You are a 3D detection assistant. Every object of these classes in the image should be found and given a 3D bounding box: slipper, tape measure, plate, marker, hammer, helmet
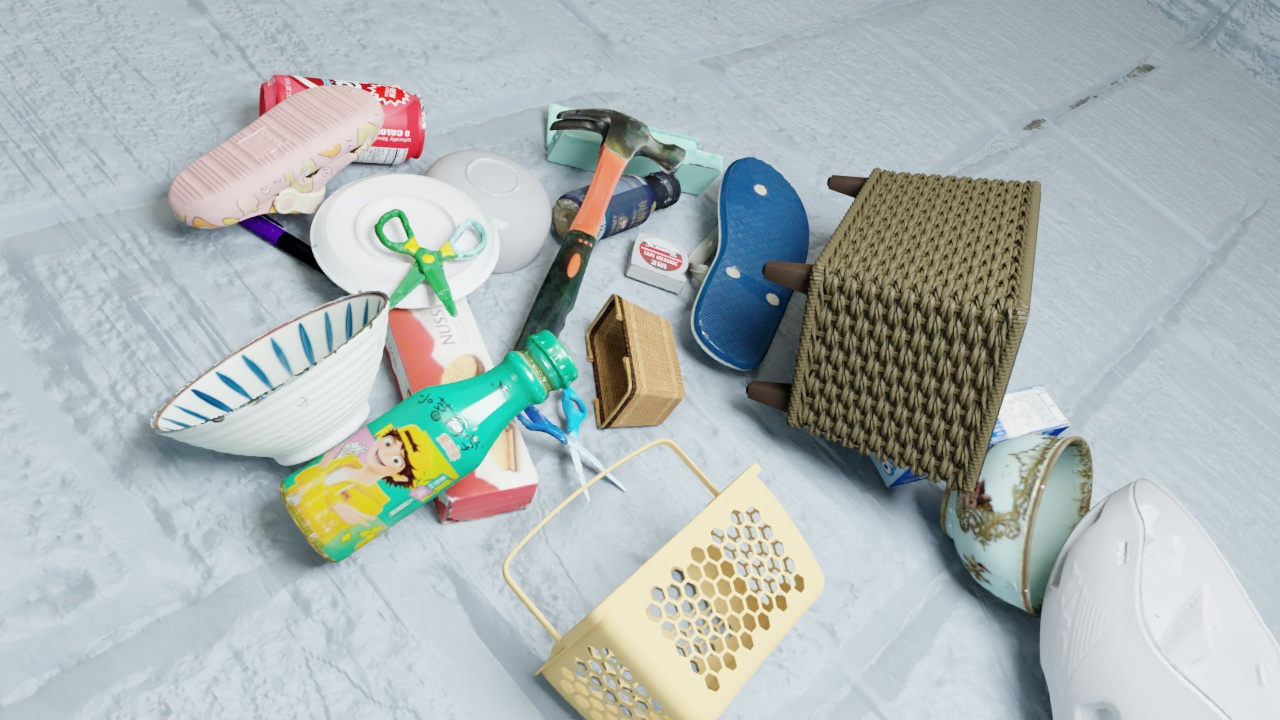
[{"bbox_3d":[-0.298,-0.159,0.783,0.093,0.082,0.196,30,59,31],"label":"slipper"},{"bbox_3d":[0.018,-0.100,0.942,0.060,0.020,0.062,18,45,-10],"label":"tape measure"},{"bbox_3d":[-0.198,-0.108,0.778,0.157,0.014,0.156,8,51,-10],"label":"plate"},{"bbox_3d":[-0.296,-0.098,0.791,0.134,0.015,0.018,31,65,3],"label":"marker"},{"bbox_3d":[-0.059,-0.103,0.843,0.133,0.033,0.332,26,60,-15],"label":"hammer"},{"bbox_3d":[0.419,0.228,0.718,0.224,0.184,0.281,36,56,-31],"label":"helmet"},{"bbox_3d":[0.109,-0.097,0.960,0.118,0.060,0.294,26,51,-8],"label":"slipper"}]

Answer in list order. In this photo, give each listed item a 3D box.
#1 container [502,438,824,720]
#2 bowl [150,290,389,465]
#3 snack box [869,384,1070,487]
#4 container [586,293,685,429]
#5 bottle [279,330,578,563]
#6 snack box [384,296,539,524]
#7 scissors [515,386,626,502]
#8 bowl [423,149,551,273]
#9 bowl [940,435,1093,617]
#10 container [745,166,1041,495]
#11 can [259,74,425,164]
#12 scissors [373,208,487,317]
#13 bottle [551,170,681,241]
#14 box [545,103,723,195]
[{"bbox_3d":[0.012,0.153,0.638,0.167,0.130,0.182,48,48,9],"label":"container"},{"bbox_3d":[-0.242,0.024,0.649,0.176,0.178,0.071,-51,123,-45],"label":"bowl"},{"bbox_3d":[0.326,0.073,0.912,0.226,0.059,0.059,-8,58,-30],"label":"snack box"},{"bbox_3d":[-0.005,0.005,0.812,0.061,0.063,0.113,13,46,-26],"label":"container"},{"bbox_3d":[-0.140,0.052,0.634,0.209,0.068,0.068,-35,69,-11],"label":"bottle"},{"bbox_3d":[-0.163,0.002,0.746,0.076,0.044,0.272,-7,55,-29],"label":"snack box"},{"bbox_3d":[-0.062,0.062,0.740,0.129,0.014,0.127,27,33,-42],"label":"scissors"},{"bbox_3d":[-0.147,-0.152,0.877,0.131,0.065,0.131,13,47,-15],"label":"bowl"},{"bbox_3d":[0.326,0.135,0.813,0.094,0.160,0.159,12,30,41],"label":"bowl"},{"bbox_3d":[0.241,-0.057,0.859,0.205,0.177,0.319,14,32,18],"label":"container"},{"bbox_3d":[-0.282,-0.227,0.871,0.142,0.075,0.074,-3,53,-28],"label":"can"},{"bbox_3d":[-0.166,-0.082,0.749,0.121,0.012,0.127,-17,59,-26],"label":"scissors"},{"bbox_3d":[-0.021,-0.163,0.953,0.056,0.056,0.160,46,44,16],"label":"bottle"},{"bbox_3d":[-0.007,-0.247,1.022,0.187,0.078,0.109,11,54,-17],"label":"box"}]
